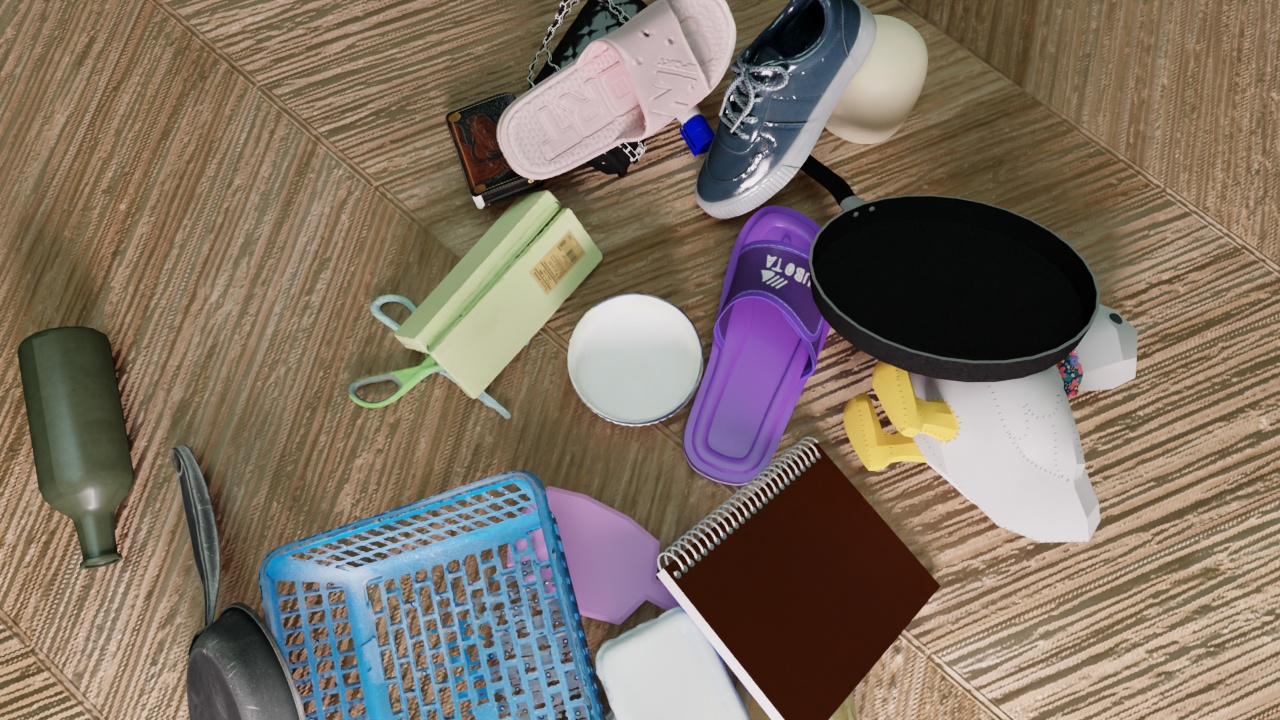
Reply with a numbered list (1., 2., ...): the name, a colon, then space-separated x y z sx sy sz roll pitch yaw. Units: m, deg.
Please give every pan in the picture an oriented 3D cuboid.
1. pan: -0.337 0.215 0.734 0.055 0.188 0.356 -10 56 -43
2. pan: 0.220 -0.103 0.793 0.225 0.034 0.356 -20 46 -20

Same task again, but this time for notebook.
1. notebook: 0.132 0.175 0.744 0.208 0.022 0.171 -31 76 -39

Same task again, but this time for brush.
1. brush: -0.002 0.187 0.774 0.229 0.043 0.089 25 78 9

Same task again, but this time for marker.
1. marker: 0.032 -0.264 0.906 0.027 0.023 0.133 -29 77 0

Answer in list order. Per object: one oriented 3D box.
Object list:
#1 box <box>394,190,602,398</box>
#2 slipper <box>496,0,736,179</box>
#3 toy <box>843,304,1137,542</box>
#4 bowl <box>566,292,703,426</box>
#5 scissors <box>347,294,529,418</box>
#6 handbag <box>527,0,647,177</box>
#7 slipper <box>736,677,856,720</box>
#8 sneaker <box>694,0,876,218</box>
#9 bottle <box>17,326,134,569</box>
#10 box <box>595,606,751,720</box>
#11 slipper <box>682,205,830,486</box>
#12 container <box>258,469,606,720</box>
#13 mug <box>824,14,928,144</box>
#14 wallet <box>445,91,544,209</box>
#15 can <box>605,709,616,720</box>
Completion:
1. box: -0.136 -0.068 0.844 0.083 0.091 0.187 24 65 44
2. slipper: -0.014 -0.236 0.794 0.239 0.064 0.094 -33 109 -4
3. toy: 0.315 0.035 0.774 0.267 0.141 0.246 -7 63 -12
4. bowl: -0.005 0.005 0.817 0.118 0.062 0.118 0 75 -1
5. scissors: -0.188 -0.006 0.845 0.171 0.025 0.159 -15 70 -8
6. handbag: -0.027 -0.261 0.850 0.125 0.114 0.153 35 89 4
7. slipper: 0.126 0.310 0.733 0.111 0.079 0.261 0 75 3
8. sneaker: 0.114 -0.235 0.820 0.236 0.087 0.089 -56 45 18
9. bottle: -0.484 0.076 0.795 0.071 0.071 0.206 -17 76 -4
10. box: 0.044 0.292 0.681 0.123 0.083 0.215 -35 74 15
11. slipper: 0.112 -0.023 0.813 0.107 0.084 0.266 19 76 5
12. container: -0.135 0.291 0.703 0.257 0.089 0.362 -19 76 14
13. mug: 0.210 -0.276 0.869 0.120 0.100 0.096 25 77 6
14. wallet: -0.138 -0.201 0.872 0.072 0.019 0.123 -22 57 -1
15. can: 0.008 0.324 0.750 0.095 0.032 0.032 44 79 10
